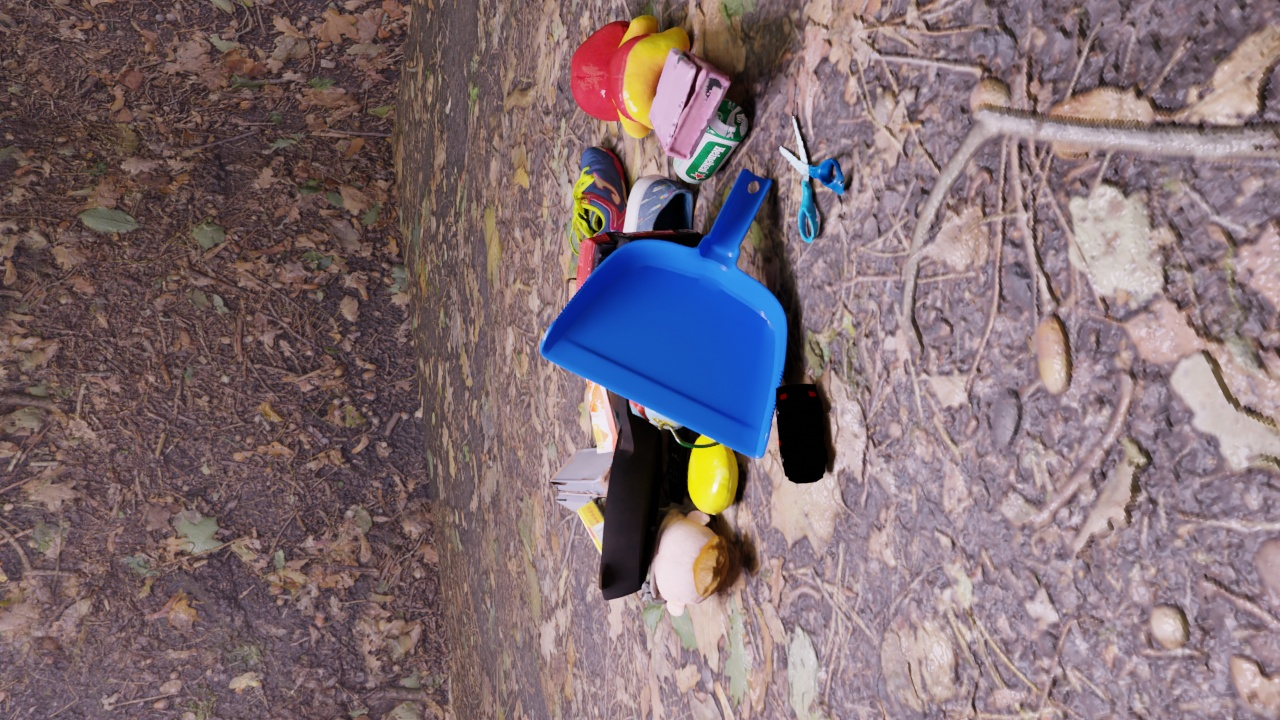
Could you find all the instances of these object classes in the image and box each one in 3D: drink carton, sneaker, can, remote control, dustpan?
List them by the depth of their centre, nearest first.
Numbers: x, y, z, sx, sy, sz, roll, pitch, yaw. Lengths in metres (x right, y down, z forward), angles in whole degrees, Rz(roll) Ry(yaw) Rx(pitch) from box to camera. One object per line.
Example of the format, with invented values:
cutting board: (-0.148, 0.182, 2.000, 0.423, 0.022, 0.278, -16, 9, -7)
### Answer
dustpan: (0.063, -0.072, 0.914, 0.257, 0.245, 0.059, -63, -9, -12)
can: (0.074, -0.236, 0.987, 0.101, 0.053, 0.053, 134, 130, -60)
sneaker: (0.017, -0.105, 1.103, 0.079, 0.087, 0.235, 22, 108, 59)
remote control: (0.046, 0.115, 1.142, 0.039, 0.010, 0.125, -162, 72, -67)
drink carton: (-0.053, 0.062, 1.246, 0.069, 0.038, 0.122, -13, 91, 68)
sneaker: (-0.061, -0.224, 1.271, 0.241, 0.091, 0.116, -113, 28, -43)

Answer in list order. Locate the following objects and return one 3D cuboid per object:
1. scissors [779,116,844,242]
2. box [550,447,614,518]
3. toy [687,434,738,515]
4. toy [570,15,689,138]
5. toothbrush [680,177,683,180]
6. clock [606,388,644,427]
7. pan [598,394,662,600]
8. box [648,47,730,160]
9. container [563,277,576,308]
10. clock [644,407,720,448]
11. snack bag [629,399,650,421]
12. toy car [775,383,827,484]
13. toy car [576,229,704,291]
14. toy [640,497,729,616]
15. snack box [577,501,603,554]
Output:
scissors: (0.159, -0.180, 0.845, 0.104, 0.015, 0.133, 125, 142, -61)
box: (-0.059, 0.178, 1.346, 0.217, 0.095, 0.107, -17, 54, 66)
toy: (0.079, 0.125, 1.024, 0.096, 0.041, 0.094, 153, 118, -66)
toy: (-0.020, -0.362, 1.161, 0.216, 0.098, 0.148, 36, 118, 57)
toothbrush: (0.069, -0.246, 1.048, 0.133, 0.016, 0.021, 130, 138, -58)
clock: (-0.017, 0.058, 1.264, 0.087, 0.042, 0.123, 160, 101, -67)
pan: (-0.006, 0.127, 1.081, 0.248, 0.043, 0.357, -75, -11, -53)
box: (0.041, -0.274, 0.961, 0.098, 0.046, 0.232, -60, 14, 20)
container: (-0.038, -0.078, 1.214, 0.061, 0.113, 0.063, 10, 102, 54)
clock: (0.055, 0.016, 0.978, 0.060, 0.118, 0.161, 105, 161, -61)
snack bag: (-0.007, 0.007, 1.195, 0.087, 0.044, 0.155, -58, 41, 17)
toy car: (0.148, 0.068, 0.851, 0.036, 0.042, 0.091, 56, -152, -83)
toy car: (0.005, -0.102, 1.009, 0.056, 0.189, 0.082, 22, 112, 40)
toy: (0.060, 0.226, 1.038, 0.176, 0.076, 0.132, 175, 106, -71)
snack box: (-0.053, 0.248, 1.277, 0.075, 0.025, 0.152, 57, 171, 19)
